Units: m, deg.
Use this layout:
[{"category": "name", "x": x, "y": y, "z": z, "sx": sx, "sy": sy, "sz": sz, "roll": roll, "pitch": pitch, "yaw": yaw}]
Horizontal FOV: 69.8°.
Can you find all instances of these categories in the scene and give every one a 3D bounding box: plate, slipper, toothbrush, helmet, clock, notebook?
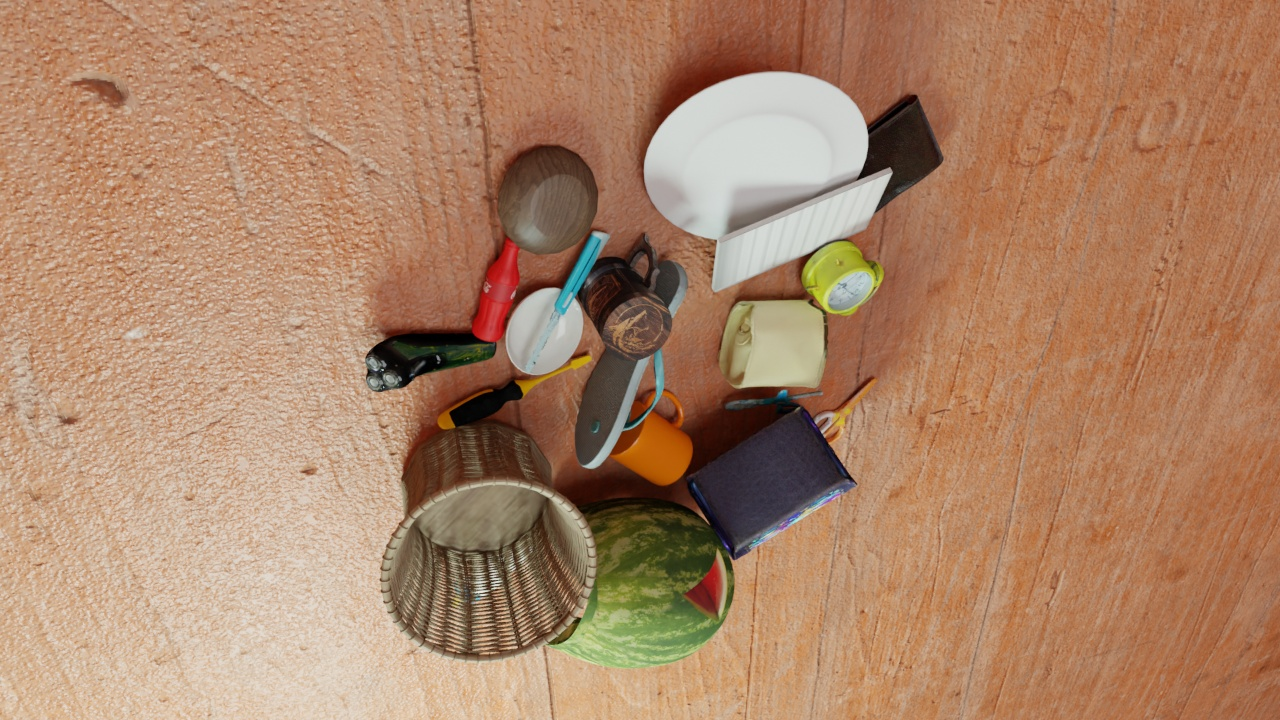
[{"category": "plate", "x": 0.125, "y": -0.207, "z": 0.990, "sx": 0.242, "sy": 0.016, "sz": 0.243, "roll": -4, "pitch": 146, "yaw": -3}, {"category": "slipper", "x": -0.007, "y": 0.006, "z": 1.099, "sx": 0.054, "sy": 0.098, "sz": 0.269, "roll": 16, "pitch": 105, "yaw": -35}, {"category": "toothbrush", "x": -0.149, "y": 0.035, "z": 1.092, "sx": 0.196, "sy": 0.031, "sz": 0.031, "roll": -24, "pitch": 111, "yaw": -10}, {"category": "helmet", "x": 0.003, "y": 0.285, "z": 1.188, "sx": 0.246, "sy": 0.244, "sz": 0.213, "roll": 4, "pitch": 82, "yaw": -34}, {"category": "plate", "x": -0.115, "y": -0.036, "z": 1.051, "sx": 0.104, "sy": 0.026, "sz": 0.104, "roll": -18, "pitch": 121, "yaw": -34}, {"category": "clock", "x": 0.258, "y": -0.101, "z": 1.156, "sx": 0.119, "sy": 0.057, "sz": 0.083, "roll": 16, "pitch": 123, "yaw": -43}, {"category": "notebook", "x": 0.183, "y": -0.148, "z": 1.071, "sx": 0.209, "sy": 0.009, "sz": 0.143, "roll": -23, "pitch": 163, "yaw": -5}]

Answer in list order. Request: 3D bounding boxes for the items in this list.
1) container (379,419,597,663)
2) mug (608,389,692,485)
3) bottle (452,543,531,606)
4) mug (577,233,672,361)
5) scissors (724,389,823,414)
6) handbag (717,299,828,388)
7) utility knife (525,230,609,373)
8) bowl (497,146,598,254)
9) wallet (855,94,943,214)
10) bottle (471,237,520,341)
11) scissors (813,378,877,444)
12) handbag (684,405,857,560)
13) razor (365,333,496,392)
[{"category": "container", "x": -0.178, "y": 0.192, "z": 1.052, "sx": 0.226, "sy": 0.196, "sz": 0.227, "roll": -5, "pitch": 111, "yaw": -13}, {"category": "mug", "x": 0.015, "y": 0.091, "z": 1.178, "sx": 0.096, "sy": 0.078, "sz": 0.112, "roll": 36, "pitch": 75, "yaw": -36}, {"category": "bottle", "x": -0.204, "y": 0.279, "z": 1.214, "sx": 0.146, "sy": 0.051, "sz": 0.051, "roll": -45, "pitch": 127, "yaw": 9}, {"category": "mug", "x": -0.010, "y": -0.074, "z": 1.029, "sx": 0.080, "sy": 0.107, "sz": 0.116, "roll": 28, "pitch": 107, "yaw": -35}, {"category": "scissors", "x": 0.185, "y": 0.056, "z": 1.224, "sx": 0.134, "sy": 0.011, "sz": 0.137, "roll": -15, "pitch": 160, "yaw": 31}, {"category": "handbag", "x": 0.172, "y": -0.022, "z": 1.163, "sx": 0.119, "sy": 0.081, "sz": 0.111, "roll": 0, "pitch": 114, "yaw": -21}, {"category": "utility knife", "x": -0.085, "y": -0.065, "z": 1.035, "sx": 0.022, "sy": 0.015, "sz": 0.181, "roll": 24, "pitch": 96, "yaw": -39}, {"category": "bowl", "x": -0.091, "y": -0.165, "z": 0.966, "sx": 0.117, "sy": 0.030, "sz": 0.118, "roll": -13, "pitch": 117, "yaw": -28}, {"category": "wallet", "x": 0.300, "y": -0.243, "z": 1.102, "sx": 0.120, "sy": 0.031, "sz": 0.099, "roll": -36, "pitch": 126, "yaw": 6}, {"category": "bottle", "x": -0.155, "y": -0.079, "z": 1.009, "sx": 0.036, "sy": 0.036, "sz": 0.119, "roll": 7, "pitch": 118, "yaw": -27}, {"category": "scissors", "x": 0.293, "y": 0.069, "z": 1.315, "sx": 0.064, "sy": 0.013, "sz": 0.128, "roll": 30, "pitch": 107, "yaw": -36}, {"category": "handbag", "x": 0.174, "y": 0.167, "z": 1.238, "sx": 0.205, "sy": 0.125, "sz": 0.222, "roll": -33, "pitch": 165, "yaw": 2}, {"category": "razor", "x": -0.228, "y": -0.001, "z": 1.013, "sx": 0.151, "sy": 0.067, "sz": 0.054, "roll": -9, "pitch": 129, "yaw": -28}]
